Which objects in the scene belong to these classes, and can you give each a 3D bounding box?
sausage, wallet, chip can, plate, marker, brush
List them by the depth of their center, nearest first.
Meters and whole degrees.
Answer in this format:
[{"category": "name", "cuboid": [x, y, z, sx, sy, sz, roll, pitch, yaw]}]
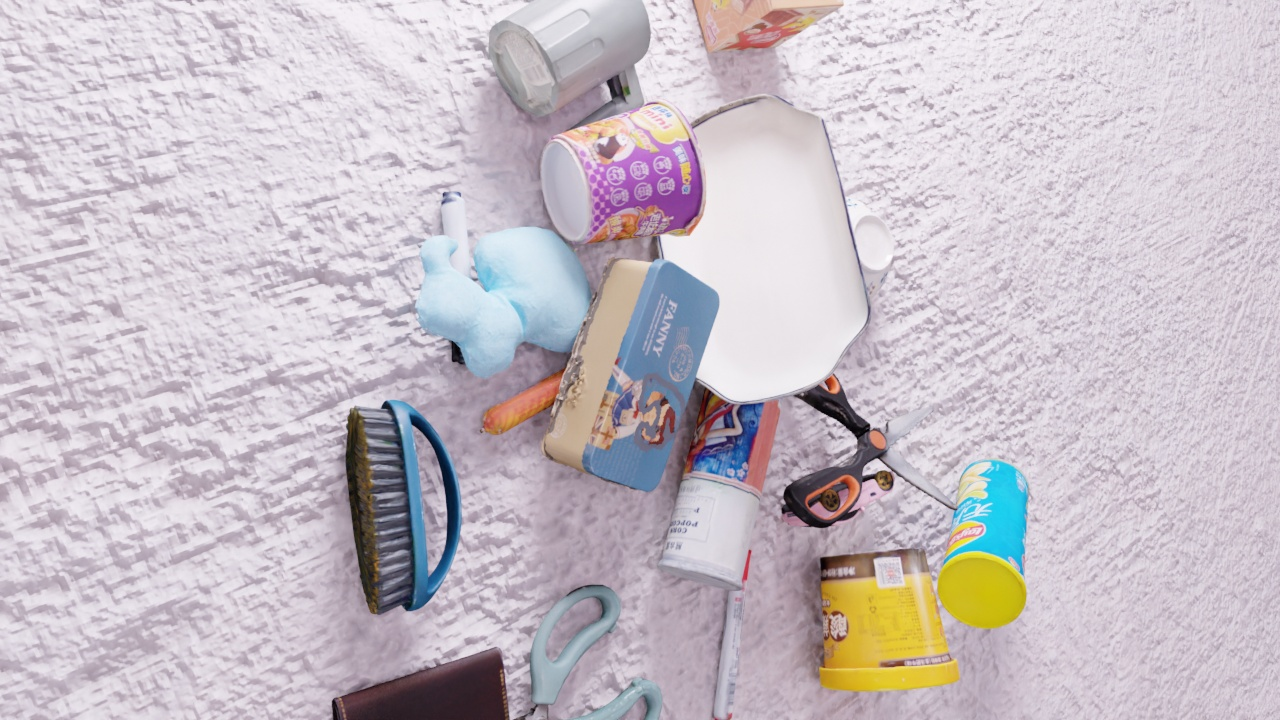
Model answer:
[{"category": "brush", "cuboid": [-0.159, 0.098, 0.626, 0.073, 0.055, 0.144, -4, 85, -31]}, {"category": "wallet", "cuboid": [-0.147, 0.262, 0.635, 0.122, 0.020, 0.096, -7, 93, -34]}, {"category": "marker", "cuboid": [-0.136, -0.061, 0.685, 0.022, 0.018, 0.130, -6, 87, -24]}, {"category": "sausage", "cuboid": [-0.058, 0.017, 0.721, 0.164, 0.021, 0.021, -29, 99, -31]}, {"category": "plate", "cuboid": [0.096, -0.091, 0.756, 0.034, 0.162, 0.265, 29, 47, -61]}, {"category": "chip can", "cuboid": [0.075, 0.078, 0.769, 0.071, 0.071, 0.214, 26, 70, -27]}, {"category": "marker", "cuboid": [0.078, 0.233, 0.782, 0.017, 0.017, 0.145, 16, 75, -30]}, {"category": "chip can", "cuboid": [0.327, 0.164, 0.862, 0.071, 0.071, 0.209, 66, 29, -8]}]

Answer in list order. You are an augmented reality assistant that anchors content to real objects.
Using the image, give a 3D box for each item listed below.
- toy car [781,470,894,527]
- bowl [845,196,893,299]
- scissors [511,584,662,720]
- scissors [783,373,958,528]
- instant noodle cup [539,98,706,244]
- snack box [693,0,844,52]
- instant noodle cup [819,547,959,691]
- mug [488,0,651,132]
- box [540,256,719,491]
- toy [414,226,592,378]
[{"category": "toy car", "cuboid": [0.183, 0.128, 0.840, 0.122, 0.056, 0.037, -13, 87, -33]}, {"category": "bowl", "cuboid": [0.202, -0.106, 0.880, 0.113, 0.062, 0.113, 4, 82, -33]}, {"category": "scissors", "cuboid": [-0.057, 0.240, 0.687, 0.176, 0.019, 0.172, -4, 85, -38]}, {"category": "scissors", "cuboid": [0.193, 0.071, 0.835, 0.232, 0.022, 0.221, -31, 78, -40]}, {"category": "instant noodle cup", "cuboid": [-0.018, -0.142, 0.720, 0.099, 0.112, 0.111, -17, 93, -28]}, {"category": "snack box", "cuboid": [0.113, -0.337, 0.833, 0.092, 0.095, 0.077, -18, 93, -33]}, {"category": "instant noodle cup", "cuboid": [0.213, 0.228, 0.814, 0.118, 0.119, 0.114, 4, 74, -32]}, {"category": "mug", "cuboid": [-0.050, -0.235, 0.734, 0.103, 0.084, 0.124, -41, 130, -28]}, {"category": "box", "cuboid": [-0.004, 0.004, 0.705, 0.089, 0.062, 0.184, 23, 85, -48]}, {"category": "toy", "cuboid": [-0.092, -0.050, 0.687, 0.161, 0.050, 0.155, 44, 52, -28]}]
